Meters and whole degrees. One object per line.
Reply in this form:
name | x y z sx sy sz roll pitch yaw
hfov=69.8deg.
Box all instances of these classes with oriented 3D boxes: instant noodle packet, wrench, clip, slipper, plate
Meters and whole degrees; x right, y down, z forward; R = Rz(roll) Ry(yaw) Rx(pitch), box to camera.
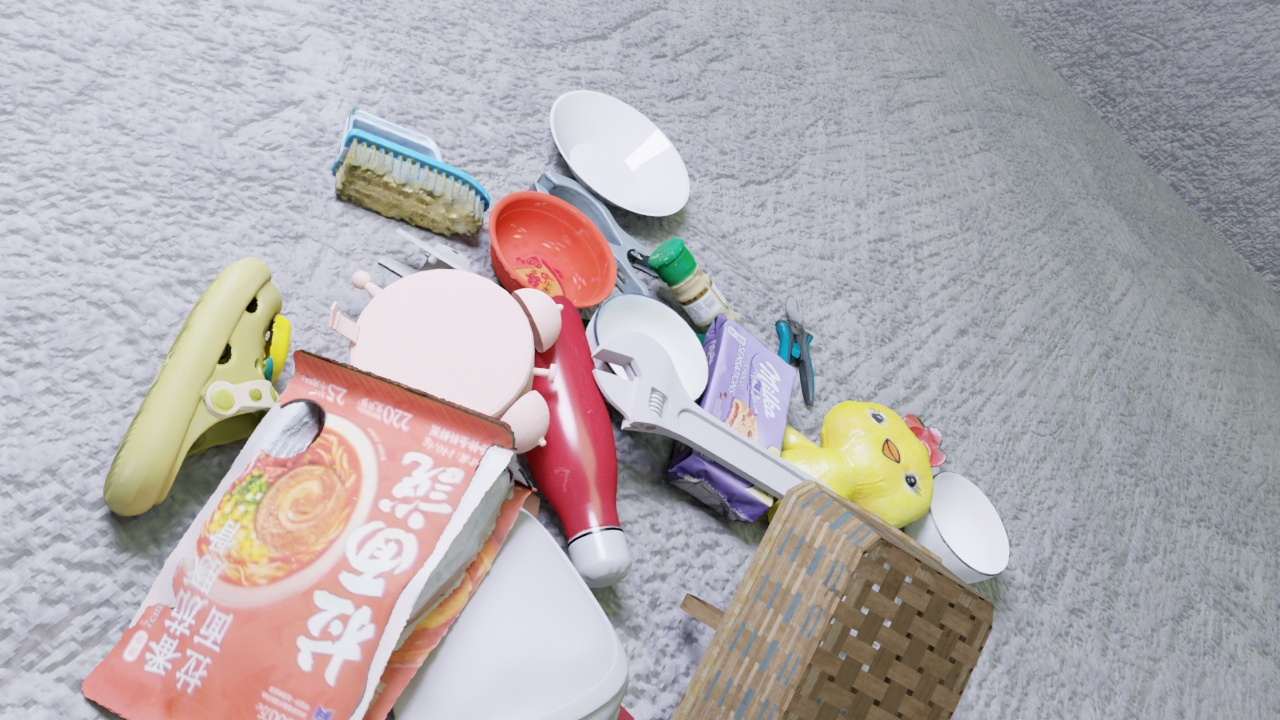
instant noodle packet | -0.184 0.120 0.525 0.164 0.084 0.220 19 59 17
wrench | 0.072 0.063 0.779 0.273 0.018 0.086 31 48 -23
clip | -0.049 -0.114 0.905 0.163 0.028 0.106 37 44 -9
slipper | -0.264 0.018 0.581 0.081 0.092 0.190 29 47 -21
plate | -0.029 -0.213 0.991 0.174 0.036 0.173 21 47 -25
clip | -0.168 -0.076 0.782 0.102 0.054 0.057 33 78 -15

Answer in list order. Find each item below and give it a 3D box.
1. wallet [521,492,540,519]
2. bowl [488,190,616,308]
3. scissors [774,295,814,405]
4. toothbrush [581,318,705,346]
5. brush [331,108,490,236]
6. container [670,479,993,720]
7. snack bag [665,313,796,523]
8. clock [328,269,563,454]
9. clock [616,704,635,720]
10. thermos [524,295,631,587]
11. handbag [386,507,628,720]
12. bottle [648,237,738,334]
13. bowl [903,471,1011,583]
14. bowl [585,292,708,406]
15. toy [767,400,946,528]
wallet | -0.131 0.117 0.663 0.121 0.013 0.087 22 46 -22
bowl | -0.088 -0.091 0.839 0.130 0.045 0.130 21 47 -25
scissors | 0.165 -0.013 1.003 0.149 0.019 0.131 -19 72 -45
toothbrush | -0.007 -0.025 0.876 0.189 0.017 0.016 6 72 -34
brush | -0.195 -0.162 0.802 0.135 0.056 0.075 18 53 -28
container | 0.117 0.225 0.670 0.157 0.186 0.249 31 80 -15
snack bag | 0.084 0.051 0.853 0.096 0.059 0.204 35 44 -15
clock | -0.140 -0.004 0.668 0.160 0.086 0.130 10 65 -10
clock | -0.047 0.266 0.588 0.087 0.044 0.124 52 42 8
thermos | -0.057 0.061 0.722 0.073 0.073 0.239 4 56 -37
handbag | -0.140 0.182 0.551 0.222 0.096 0.216 -20 50 -27
bottle | 0.054 -0.070 0.919 0.111 0.043 0.043 50 38 -24
bowl | 0.313 0.176 0.936 0.113 0.063 0.113 21 47 -25
bowl | -0.005 0.005 0.817 0.118 0.062 0.117 21 47 -24
toy | 0.201 0.109 0.888 0.207 0.092 0.133 -10 62 -31
